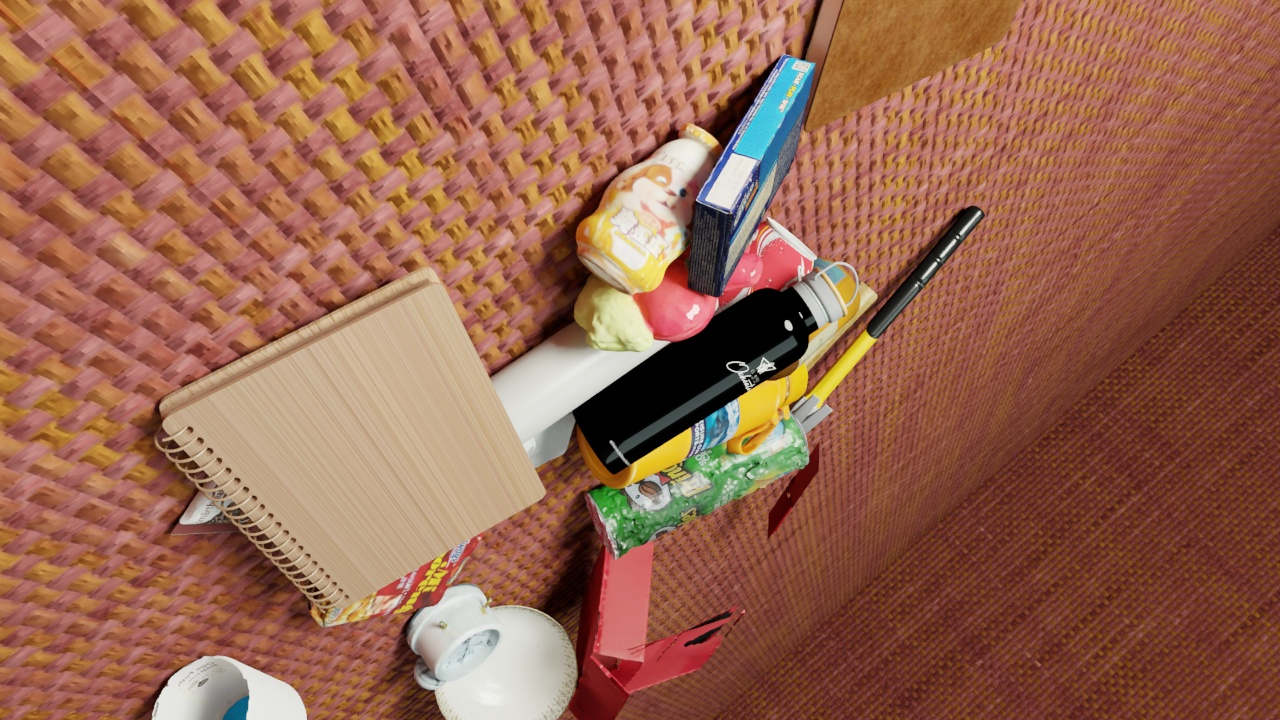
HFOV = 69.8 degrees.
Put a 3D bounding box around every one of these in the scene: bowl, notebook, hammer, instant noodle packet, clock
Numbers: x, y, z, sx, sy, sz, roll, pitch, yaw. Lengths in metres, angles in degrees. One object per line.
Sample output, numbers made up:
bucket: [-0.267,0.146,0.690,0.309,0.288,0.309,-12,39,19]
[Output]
bowl: [-0.143,0.318,0.957,0.145,0.145,0.063,-35,-170,-13]
notebook: [0.207,-0.264,0.631,0.225,0.024,0.168,-29,152,-25]
hammer: [0.131,0.045,0.989,0.331,0.033,0.132,-49,152,12]
hammer: [0.260,-0.039,1.005,0.324,0.029,0.127,-50,179,7]
instant noodle packet: [-0.189,0.160,0.720,0.135,0.039,0.099,9,118,-56]
notebook: [-0.162,0.061,0.556,0.169,0.022,0.211,-28,138,-10]
clock: [-0.177,0.267,0.872,0.083,0.057,0.118,-20,140,-38]

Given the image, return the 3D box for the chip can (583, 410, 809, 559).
chip can: [0.059,0.117,0.908,0.223,0.075,0.075,-24,150,-11]

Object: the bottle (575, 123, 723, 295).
bottle: [0.009,-0.096,0.576,0.109,0.063,0.063,-54,154,-5]

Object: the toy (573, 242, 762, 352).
toy: [0.018,-0.050,0.622,0.135,0.091,0.045,-27,142,-10]

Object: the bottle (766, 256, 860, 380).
bottle: [0.120,-0.023,0.804,0.156,0.068,0.068,-40,155,-23]

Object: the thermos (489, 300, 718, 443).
thermos: [-0.046,0.002,0.657,0.224,0.052,0.052,-35,153,-14]

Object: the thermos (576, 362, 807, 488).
thermos: [0.054,0.048,0.831,0.232,0.076,0.092,-20,131,-38]

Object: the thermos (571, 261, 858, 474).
thermos: [0.062,-0.001,0.682,0.231,0.061,0.061,-32,154,2]

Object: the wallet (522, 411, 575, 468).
wallet: [-0.102,0.073,0.714,0.116,0.032,0.086,-27,153,-27]

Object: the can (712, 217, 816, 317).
can: [0.087,-0.058,0.734,0.105,0.064,0.064,-51,152,17]

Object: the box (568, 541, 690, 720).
box: [0.024,0.440,0.911,0.141,0.510,0.216,-5,147,-15]

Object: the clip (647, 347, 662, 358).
clip: [-0.004,0.003,0.735,0.049,0.054,0.044,-5,162,-13]

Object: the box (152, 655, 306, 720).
box: [-0.282,0.279,0.659,0.083,0.143,0.138,-38,151,-16]

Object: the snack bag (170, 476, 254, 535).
snack bag: [-0.215,0.048,0.544,0.158,0.013,0.057,-50,151,16]

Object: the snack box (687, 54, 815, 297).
snack box: [0.071,-0.120,0.591,0.082,0.027,0.149,91,23,-54]
